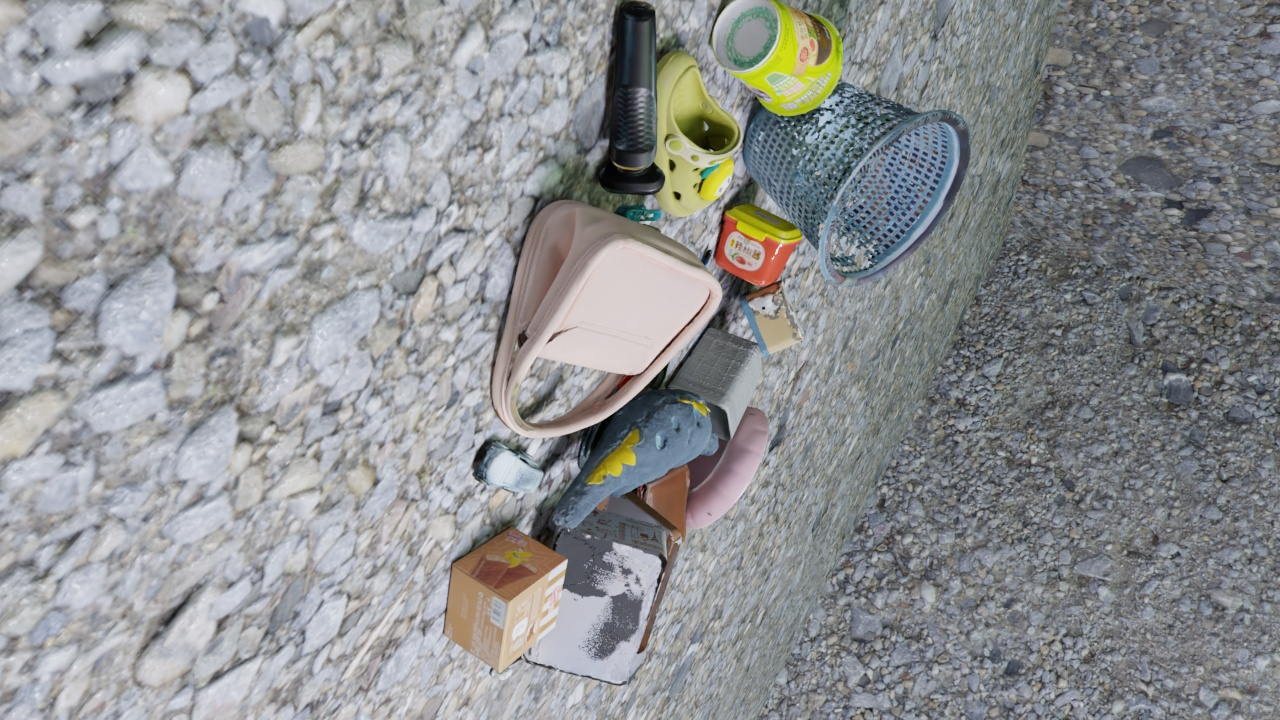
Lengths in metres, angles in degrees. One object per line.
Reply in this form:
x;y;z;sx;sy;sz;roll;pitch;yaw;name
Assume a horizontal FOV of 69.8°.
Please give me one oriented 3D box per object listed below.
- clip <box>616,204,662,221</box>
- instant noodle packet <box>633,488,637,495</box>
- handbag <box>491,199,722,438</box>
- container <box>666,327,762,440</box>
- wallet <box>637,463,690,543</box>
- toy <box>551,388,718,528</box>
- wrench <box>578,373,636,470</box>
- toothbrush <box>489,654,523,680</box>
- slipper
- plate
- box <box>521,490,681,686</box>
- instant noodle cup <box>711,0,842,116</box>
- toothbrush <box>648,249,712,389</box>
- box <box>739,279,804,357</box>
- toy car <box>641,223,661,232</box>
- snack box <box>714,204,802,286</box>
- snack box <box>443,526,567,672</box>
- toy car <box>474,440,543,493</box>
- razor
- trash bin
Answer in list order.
-0.002;-0.149;0.927;0.056;0.040;0.014;-17;124;-54;clip
-0.004;0.218;1.225;0.128;0.044;0.111;-37;141;-51;instant noodle packet
-0.049;-0.021;0.859;0.193;0.093;0.234;14;112;-49;handbag
0.104;0.028;1.222;0.114;0.090;0.090;-57;155;-25;container
0.026;0.197;1.191;0.101;0.032;0.125;-25;122;-53;wallet
0.019;0.097;1.071;0.355;0.091;0.138;-12;127;-60;toy
-0.006;0.006;1.064;0.273;0.016;0.056;-64;159;-4;wrench
-0.128;0.359;1.137;0.180;0.018;0.016;-5;113;-64;toothbrush
0.055;-0.216;0.916;0.091;0.082;0.191;-52;149;-24;slipper
0.101;0.140;1.269;0.193;0.039;0.192;-49;-162;22;plate
-0.042;0.252;1.091;0.177;0.153;0.182;-98;-155;-75;box
0.138;-0.325;0.962;0.123;0.112;0.112;-1;113;-55;instant noodle cup
0.049;-0.049;1.132;0.016;0.014;0.189;20;94;-42;toothbrush
0.179;-0.060;1.236;0.184;0.061;0.090;-25;93;-81;box
-0.019;-0.112;0.911;0.105;0.031;0.049;-7;120;-50;toy car
0.145;-0.144;1.152;0.081;0.091;0.080;-25;139;-56;snack box
-0.138;0.241;0.935;0.094;0.077;0.093;-27;135;-53;snack box
-0.127;0.108;0.893;0.043;0.034;0.090;-60;154;-5;toy car
-0.005;-0.232;0.822;0.067;0.062;0.168;-85;177;-61;razor
0.236;-0.231;1.085;0.226;0.195;0.227;-26;142;-23;trash bin
